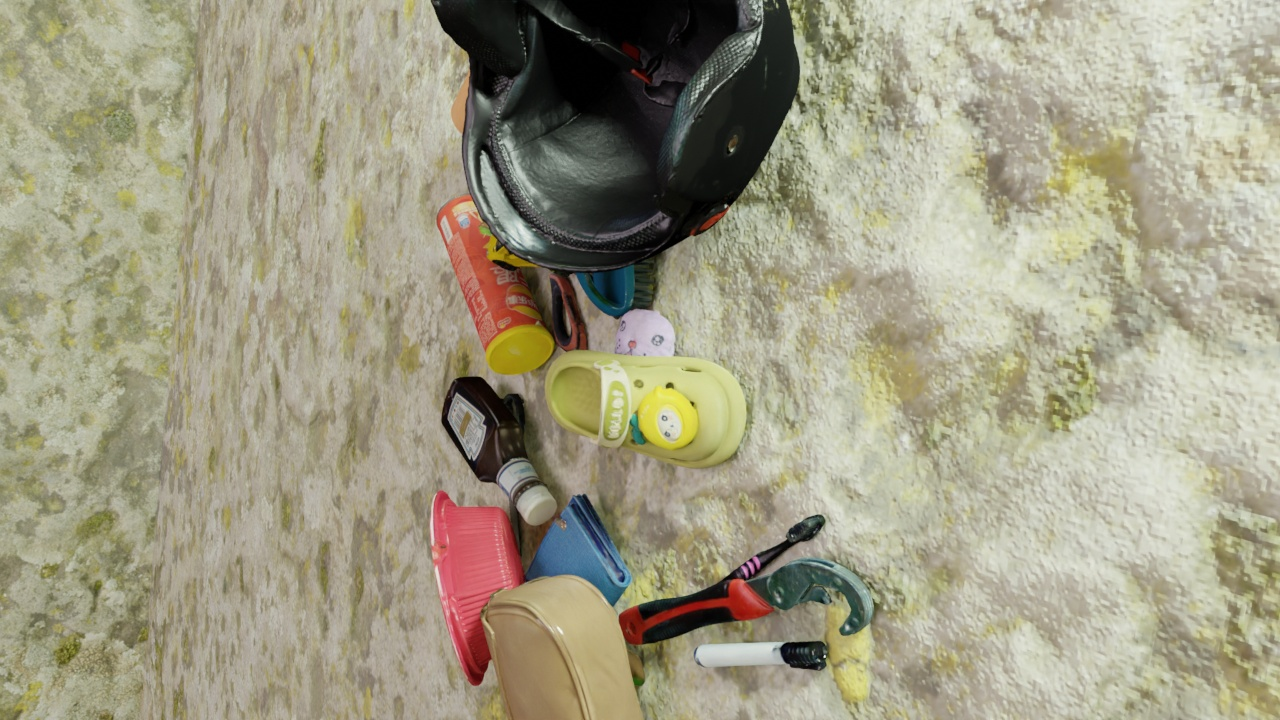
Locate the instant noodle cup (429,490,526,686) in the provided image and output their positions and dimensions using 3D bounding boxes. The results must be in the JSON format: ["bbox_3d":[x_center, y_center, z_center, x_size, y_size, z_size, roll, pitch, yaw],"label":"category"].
[{"bbox_3d":[-0.153,0.218,0.912,0.194,0.066,0.194,165,91,-85],"label":"instant noodle cup"}]

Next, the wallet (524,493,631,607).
[{"bbox_3d":[-0.062,0.205,0.867,0.106,0.040,0.133,56,133,31],"label":"wallet"}]

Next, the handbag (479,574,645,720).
[{"bbox_3d":[-0.062,0.284,0.801,0.148,0.099,0.204,0,106,46],"label":"handbag"}]

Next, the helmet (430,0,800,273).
[{"bbox_3d":[-0.009,-0.199,0.675,0.233,0.229,0.275,42,119,16],"label":"helmet"}]

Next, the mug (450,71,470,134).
[{"bbox_3d":[-0.158,-0.296,1.005,0.123,0.078,0.078,-32,62,52],"label":"mug"}]

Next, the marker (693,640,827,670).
[{"bbox_3d":[0.087,0.223,0.691,0.131,0.018,0.022,-24,78,48],"label":"marker"}]

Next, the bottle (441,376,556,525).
[{"bbox_3d":[-0.149,0.096,0.963,0.195,0.044,0.080,46,124,39],"label":"bottle"}]

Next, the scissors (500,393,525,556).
[{"bbox_3d":[-0.146,0.124,1.006,0.137,0.014,0.175,34,117,47],"label":"scissors"}]

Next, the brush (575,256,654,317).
[{"bbox_3d":[-0.029,-0.109,0.807,0.055,0.073,0.144,10,107,54],"label":"brush"}]

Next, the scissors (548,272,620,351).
[{"bbox_3d":[-0.081,-0.089,0.931,0.196,0.015,0.215,-10,81,51],"label":"scissors"}]

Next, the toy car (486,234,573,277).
[{"bbox_3d":[-0.102,-0.123,0.908,0.156,0.041,0.071,7,71,44],"label":"toy car"}]

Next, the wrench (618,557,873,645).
[{"bbox_3d":[0.066,0.193,0.712,0.274,0.016,0.056,-26,82,48],"label":"wrench"}]

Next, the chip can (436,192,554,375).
[{"bbox_3d":[-0.161,-0.085,0.989,0.073,0.073,0.216,-54,49,35],"label":"chip can"}]

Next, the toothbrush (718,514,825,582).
[{"bbox_3d":[0.078,0.165,0.708,0.190,0.017,0.014,-48,58,41],"label":"toothbrush"}]

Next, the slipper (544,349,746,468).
[{"bbox_3d":[-0.010,0.042,0.746,0.191,0.081,0.092,10,108,31],"label":"slipper"}]

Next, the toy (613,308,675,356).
[{"bbox_3d":[-0.005,0.005,0.805,0.084,0.038,0.108,30,112,33],"label":"toy"}]
